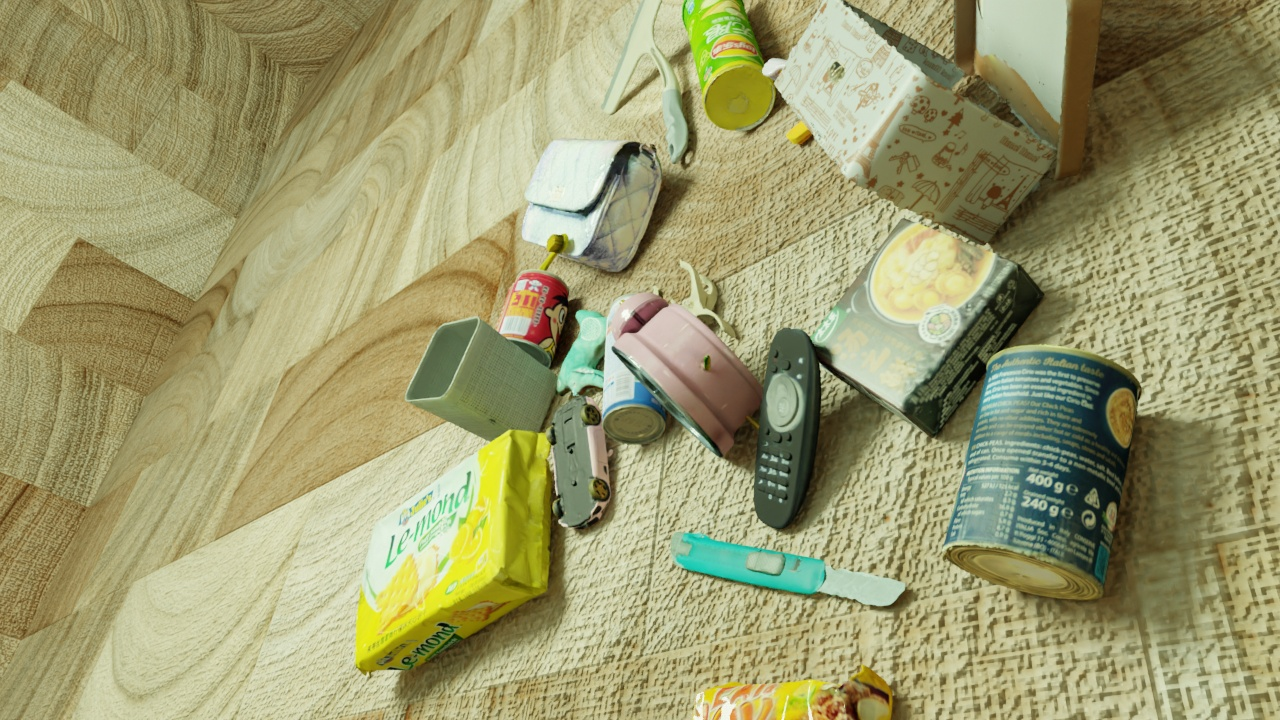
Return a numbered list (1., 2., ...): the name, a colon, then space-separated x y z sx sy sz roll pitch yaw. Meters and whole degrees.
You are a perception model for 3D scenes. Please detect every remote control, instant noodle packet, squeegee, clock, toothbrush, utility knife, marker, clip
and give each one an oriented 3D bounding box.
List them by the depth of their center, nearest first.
1. instant noodle packet: 0.075 0.226 0.508 0.129 0.044 0.110 -22 41 41
2. utility knife: 0.085 0.135 0.604 0.208 0.013 0.029 -3 59 51
3. remote control: 0.102 0.046 0.623 0.053 0.024 0.136 14 99 62
4. clock: 0.030 0.005 0.701 0.060 0.117 0.158 -45 35 -4
5. clip: 0.057 -0.055 0.795 0.083 0.034 0.104 -55 37 1
6. toothbrush: 0.178 -0.243 0.797 0.029 0.021 0.189 -31 37 -23
7. marker: 0.183 -0.235 0.813 0.124 0.015 0.018 -37 38 21
8. toothbrush: -0.120 -0.089 1.008 0.191 0.016 0.015 -42 53 56
9. squeegee: 0.029 -0.306 1.039 0.247 0.039 0.246 119 147 -46

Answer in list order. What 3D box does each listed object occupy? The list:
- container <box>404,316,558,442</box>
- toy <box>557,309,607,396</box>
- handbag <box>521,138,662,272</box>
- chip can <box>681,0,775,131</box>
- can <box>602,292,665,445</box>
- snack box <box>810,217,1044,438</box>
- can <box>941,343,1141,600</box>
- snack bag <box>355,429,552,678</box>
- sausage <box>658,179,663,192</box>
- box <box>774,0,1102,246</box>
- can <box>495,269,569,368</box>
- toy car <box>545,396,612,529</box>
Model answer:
1. container: -0.153 0.026 0.914 0.090 0.114 0.090 -6 56 50
2. toy: -0.049 -0.003 0.889 0.096 0.030 0.092 18 81 49
3. handbag: -0.060 -0.176 1.000 0.194 0.075 0.134 24 93 58
4. chip can: 0.088 -0.326 0.963 0.073 0.072 0.220 -36 36 26
5. can: -0.005 0.005 0.800 0.053 0.053 0.134 -32 39 32
6. snack box: 0.177 -0.026 0.605 0.113 0.053 0.125 -53 38 2
7. can: 0.203 0.058 0.465 0.075 0.075 0.111 -4 58 50
8. snack bag: -0.169 0.182 0.838 0.247 0.068 0.157 -34 38 29
9. sausage: -0.016 -0.206 1.035 0.021 0.021 0.165 -56 32 -2
10. box: 0.217 -0.203 0.613 0.178 0.152 0.182 -59 28 30
11. can: -0.115 -0.042 0.972 0.067 0.066 0.093 -19 47 43
12. toy car: -0.051 0.089 0.802 0.056 0.037 0.122 -32 51 34
